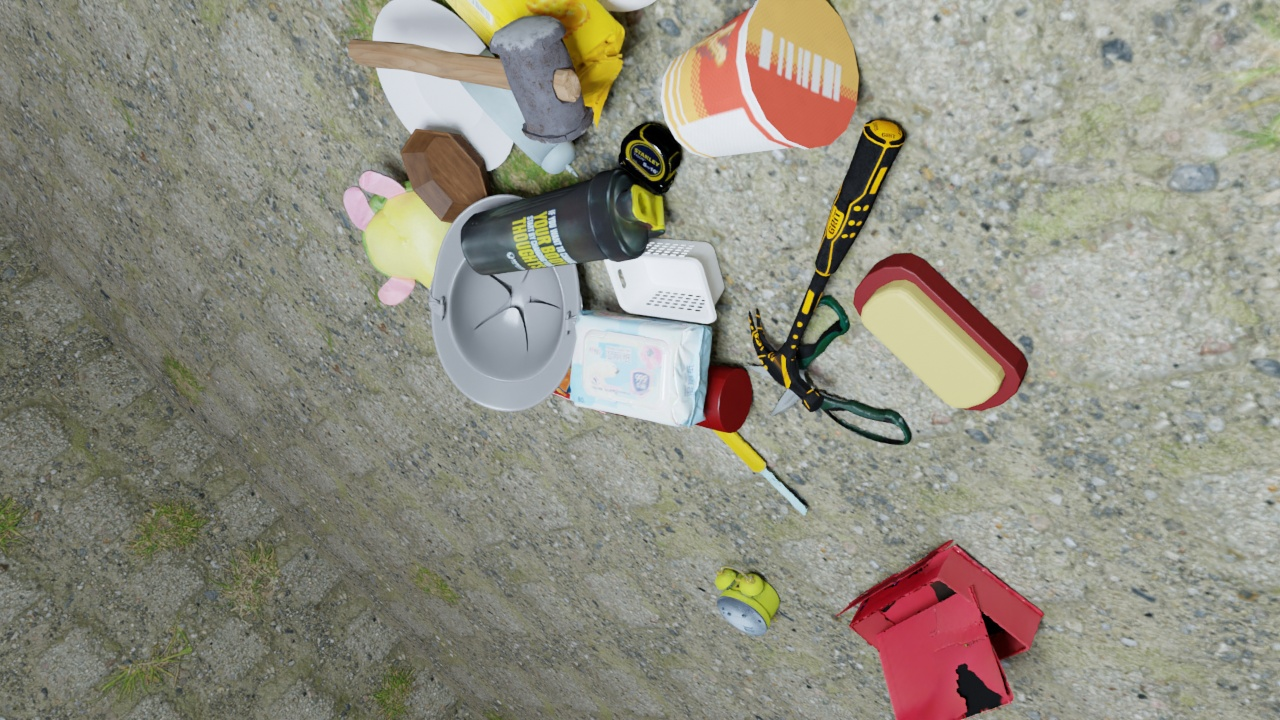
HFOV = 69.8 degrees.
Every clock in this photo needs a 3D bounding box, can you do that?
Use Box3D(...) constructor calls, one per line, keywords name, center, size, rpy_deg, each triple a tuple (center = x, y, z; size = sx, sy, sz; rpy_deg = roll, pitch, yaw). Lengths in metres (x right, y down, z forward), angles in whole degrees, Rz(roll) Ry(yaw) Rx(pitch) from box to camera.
Box3D(name="clock", center=(-0.118, -0.246, 0.932), size=(0.159, 0.045, 0.122), rpy_deg=(46, -173, -22))
Box3D(name="clock", center=(0.152, 0.344, 1.331), size=(0.083, 0.056, 0.119), rpy_deg=(-3, 125, 46))

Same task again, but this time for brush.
Box3D(name="brush", center=(0.273, -0.020, 0.851), size=(0.173, 0.041, 0.082), rpy_deg=(43, 145, -1))

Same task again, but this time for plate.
Box3D(name="plate", center=(-0.226, -0.222, 1.096), size=(0.131, 0.025, 0.131), rpy_deg=(23, 137, 22))
Box3D(name="plate", center=(-0.221, -0.311, 1.043), size=(0.209, 0.015, 0.209), rpy_deg=(26, 141, 22))

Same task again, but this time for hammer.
Box3D(name="hammer", center=(0.173, -0.089, 0.869), size=(0.123, 0.036, 0.321), rpy_deg=(53, 148, 30))
Box3D(name="hammer", center=(-0.173, -0.269, 0.834), size=(0.329, 0.052, 0.098), rpy_deg=(23, 147, 38))

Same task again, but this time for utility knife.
Box3D(name="utility knife", center=(0.128, 0.114, 1.148), size=(0.224, 0.019, 0.031), rpy_deg=(48, 150, 1))

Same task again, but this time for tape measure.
Box3D(name="tape measure", center=(0.011, -0.206, 0.915), size=(0.062, 0.034, 0.061), rpy_deg=(37, 147, 6))

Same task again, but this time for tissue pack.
Box3D(name="tissue pack", center=(-0.006, 0.006, 1.030), size=(0.182, 0.069, 0.112), rpy_deg=(9, 102, 34))

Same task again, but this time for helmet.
Box3D(name="helmet", center=(-0.157, -0.080, 1.142), size=(0.183, 0.117, 0.271), rpy_deg=(7, 111, 2))

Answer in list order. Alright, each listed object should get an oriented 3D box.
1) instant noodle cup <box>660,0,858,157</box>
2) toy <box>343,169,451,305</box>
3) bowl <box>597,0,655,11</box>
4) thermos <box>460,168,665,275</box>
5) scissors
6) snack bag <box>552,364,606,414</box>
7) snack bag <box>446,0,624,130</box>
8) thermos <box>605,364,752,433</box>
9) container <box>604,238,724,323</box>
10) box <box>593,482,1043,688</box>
Box3D(name="instant noodle cup", center=(0.091, -0.225, 0.756), size=(0.121, 0.123, 0.123), rpy_deg=(-1, 126, 54))
Box3D(name="toy", center=(-0.279, -0.149, 1.197), size=(0.190, 0.087, 0.238), rpy_deg=(-41, 110, 17))
Box3D(name="bowl", center=(-0.031, -0.352, 0.789), size=(0.115, 0.050, 0.115), rpy_deg=(26, 141, 22))
Box3D(name="thermos", center=(-0.083, -0.142, 0.980), size=(0.221, 0.097, 0.098), rpy_deg=(-8, 123, 27))
Box3D(name="scissors", center=(0.210, 0.029, 0.987), size=(0.204, 0.015, 0.202), rpy_deg=(35, 143, 7))
Box3D(name="snack bag", center=(-0.103, -0.005, 1.226), size=(0.131, 0.039, 0.144), rpy_deg=(19, 132, 30))
Box3D(name="snack bag", center=(-0.113, -0.324, 0.833), size=(0.247, 0.068, 0.160), rpy_deg=(47, 171, -5))
Box3D(name="thermos", center=(0.025, 0.024, 1.097), size=(0.199, 0.083, 0.108), rpy_deg=(9, 134, 35))
Box3D(name="container", center=(0.031, -0.092, 1.000), size=(0.129, 0.049, 0.081), rpy_deg=(10, 134, 37))
Box3D(name="box", center=(0.201, 0.272, 1.067), size=(0.478, 0.170, 0.215), rpy_deg=(8, 147, -17))
